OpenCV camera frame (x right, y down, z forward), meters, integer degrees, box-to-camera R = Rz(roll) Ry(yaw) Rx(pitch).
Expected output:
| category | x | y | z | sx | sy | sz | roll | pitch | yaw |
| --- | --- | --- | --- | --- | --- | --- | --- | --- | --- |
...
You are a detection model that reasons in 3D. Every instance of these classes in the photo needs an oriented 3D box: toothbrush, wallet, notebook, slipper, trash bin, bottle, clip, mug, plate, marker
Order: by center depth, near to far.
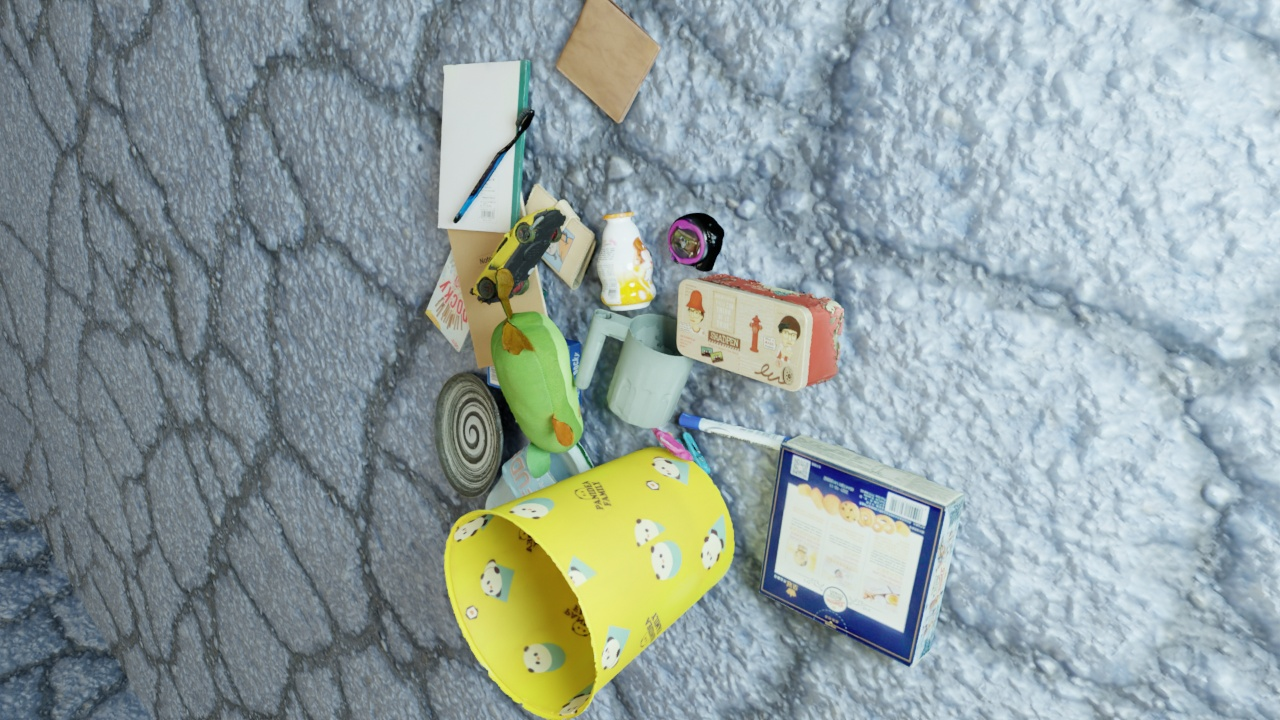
| category | x | y | z | sx | sy | sz | roll | pitch | yaw |
| --- | --- | --- | --- | --- | --- | --- | --- | --- | --- |
| trash bin | -0.044 | 0.224 | 1.011 | 0.230 | 0.254 | 0.230 | 19 | 118 | 38 |
| marker | 0.104 | 0.079 | 1.012 | 0.146 | 0.016 | 0.017 | 11 | 109 | 39 |
| wallet | -0.037 | -0.337 | 1.016 | 0.115 | 0.020 | 0.101 | 48 | 127 | 17 |
| mug | -0.006 | 0.006 | 1.029 | 0.124 | 0.083 | 0.104 | 18 | 122 | -1 |
| bottle | -0.018 | -0.112 | 1.033 | 0.063 | 0.063 | 0.108 | 1 | 103 | 41 |
| clip | 0.060 | 0.110 | 1.061 | 0.043 | 0.014 | 0.056 | -42 | 75 | 41 |
| wallet | -0.102 | -0.155 | 1.122 | 0.115 | 0.024 | 0.087 | 46 | 132 | 24 |
| toothbrush | -0.184 | -0.238 | 1.131 | 0.190 | 0.014 | 0.016 | -47 | 65 | 30 |
| notebook | -0.201 | -0.268 | 1.157 | 0.151 | 0.012 | 0.209 | 10 | 99 | 37 |
| notebook | -0.183 | -0.100 | 1.182 | 0.148 | 0.008 | 0.207 | -10 | 93 | 39 |
| slipper | -0.148 | 0.170 | 1.220 | 0.246 | 0.074 | 0.104 | -43 | 73 | 41 |
| plate | -0.239 | 0.104 | 1.301 | 0.180 | 0.024 | 0.179 | 5 | 97 | 49 |

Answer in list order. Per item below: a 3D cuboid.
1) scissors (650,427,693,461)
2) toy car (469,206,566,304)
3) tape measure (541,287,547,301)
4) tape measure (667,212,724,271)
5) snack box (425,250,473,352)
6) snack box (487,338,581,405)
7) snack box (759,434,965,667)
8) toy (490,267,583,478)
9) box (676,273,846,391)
| category | x | y | z | sx | sy | sz | roll | pitch | yaw |
| --- | --- | --- | --- | --- | --- | --- | --- | --- | --- |
| scissors | 0.016 | 0.080 | 1.067 | 0.017 | 0.057 | 0.133 | -54 | 39 | 1 |
| toy car | -0.145 | -0.126 | 1.096 | 0.041 | 0.071 | 0.156 | 47 | 118 | 15 |
| tape measure | -0.146 | -0.077 | 1.181 | 0.054 | 0.025 | 0.058 | 38 | 120 | 29 |
| tape measure | 0.058 | -0.128 | 0.978 | 0.058 | 0.039 | 0.057 | 37 | 124 | 28 |
| snack box | -0.239 | -0.095 | 1.255 | 0.084 | 0.026 | 0.157 | 47 | 127 | 21 |
| snack box | -0.141 | 0.005 | 1.197 | 0.157 | 0.026 | 0.084 | 14 | 111 | 38 |
| snack box | 0.216 | 0.187 | 0.926 | 0.178 | 0.045 | 0.183 | 20 | 115 | 36 |
| toy | -0.121 | 0.019 | 1.071 | 0.226 | 0.090 | 0.247 | -117 | 11 | -48 |
| box | 0.123 | -0.036 | 0.933 | 0.168 | 0.076 | 0.091 | 19 | 115 | 43 |
